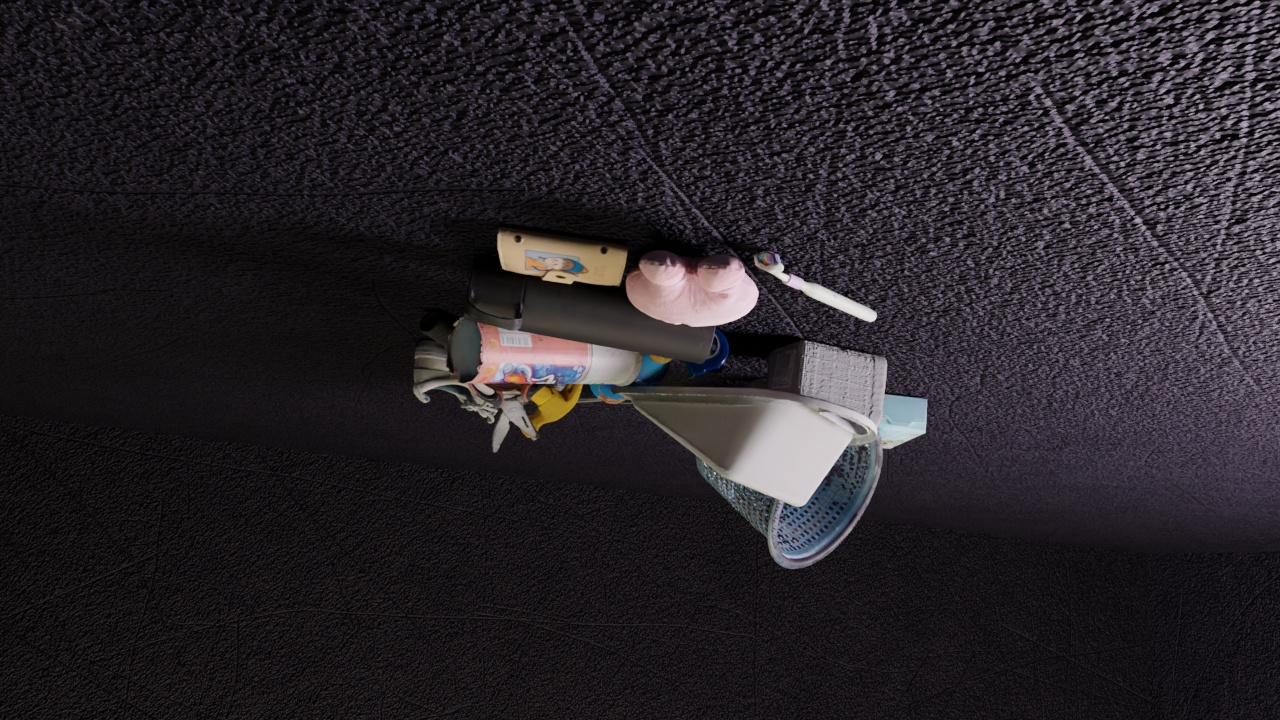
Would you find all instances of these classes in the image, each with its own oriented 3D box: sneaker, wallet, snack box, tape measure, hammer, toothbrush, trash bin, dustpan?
[{"bbox_3d":[-0.209,0.041,1.310,0.242,0.090,0.090,14,166,-32],"label":"sneaker"},{"bbox_3d":[-0.072,-0.093,0.838,0.115,0.024,0.087,6,162,-5],"label":"wallet"},{"bbox_3d":[0.353,0.090,1.336,0.074,0.051,0.175,7,167,0],"label":"snack box"},{"bbox_3d":[0.071,-0.011,1.034,0.054,0.058,0.025,-13,169,-15],"label":"tape measure"},{"bbox_3d":[-0.181,0.012,1.209,0.129,0.033,0.300,-37,144,10],"label":"hammer"},{"bbox_3d":[0.169,-0.064,0.850,0.189,0.020,0.029,19,-168,-45],"label":"toothbrush"},{"bbox_3d":[0.192,0.146,1.291,0.195,0.226,0.226,31,-173,41],"label":"trash bin"},{"bbox_3d":[0.138,0.066,1.084,0.222,0.143,0.258,27,-172,-44],"label":"dustpan"}]

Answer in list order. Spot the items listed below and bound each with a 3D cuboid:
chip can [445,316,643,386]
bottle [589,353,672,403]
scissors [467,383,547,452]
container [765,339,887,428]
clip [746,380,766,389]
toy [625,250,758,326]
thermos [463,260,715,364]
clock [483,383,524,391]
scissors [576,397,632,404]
[{"bbox_3d":[-0.099,-0.009,0.987,0.214,0.071,0.071,2,173,-42],"label":"chip can"},{"bbox_3d":[-0.007,0.007,1.123,0.065,0.065,0.219,10,166,-16],"label":"bottle"},{"bbox_3d":[-0.170,0.048,1.219,0.188,0.015,0.228,15,126,-44],"label":"scissors"},{"bbox_3d":[0.213,0.031,1.079,0.114,0.090,0.090,14,165,-20],"label":"container"},{"bbox_3d":[0.173,0.039,1.266,0.058,0.026,0.043,7,155,34],"label":"clip"},{"bbox_3d":[0.047,-0.067,0.815,0.121,0.054,0.159,4,170,1],"label":"toy"},{"bbox_3d":[-0.049,-0.041,0.901,0.242,0.089,0.069,8,124,-11],"label":"thermos"},{"bbox_3d":[-0.169,-0.009,1.102,0.121,0.082,0.055,13,161,-29],"label":"clock"},{"bbox_3d":[-0.044,0.059,1.404,0.160,0.014,0.180,-10,172,24],"label":"scissors"}]
